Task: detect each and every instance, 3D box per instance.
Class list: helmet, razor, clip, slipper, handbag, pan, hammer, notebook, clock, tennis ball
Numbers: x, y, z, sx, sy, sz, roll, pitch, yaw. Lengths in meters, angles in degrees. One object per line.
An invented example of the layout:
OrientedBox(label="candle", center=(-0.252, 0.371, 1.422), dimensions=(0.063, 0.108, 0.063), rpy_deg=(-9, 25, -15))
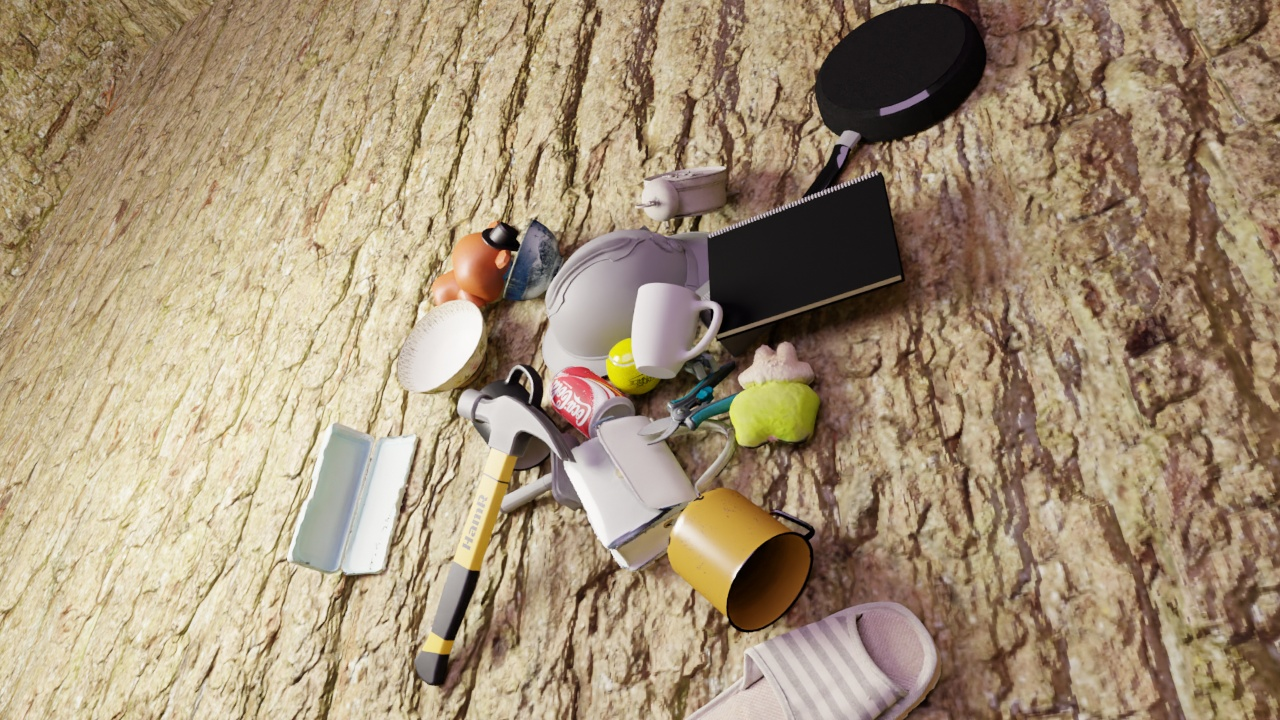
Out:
OrientedBox(label="helmet", center=(-0.032, -0.099, 1.115), dimensions=(0.271, 0.118, 0.183), rpy_deg=(-32, 45, 10))
OrientedBox(label="razor", center=(-0.118, 0.147, 1.055), dimensions=(0.116, 0.047, 0.088), rpy_deg=(-30, 45, 25))
OrientedBox(label="clip", center=(0.061, 0.001, 1.022), dimensions=(0.042, 0.023, 0.076), rpy_deg=(-27, 18, -9))
OrientedBox(label="slipper", center=(0.120, 0.292, 0.766), dimensions=(0.273, 0.054, 0.114), rpy_deg=(-35, 40, 11))
OrientedBox(label="handbag", center=(0.018, 0.112, 0.958), dimensions=(0.176, 0.074, 0.151), rpy_deg=(-31, 44, 0))
OrientedBox(label="pan", center=(0.265, -0.294, 1.098), dimensions=(0.204, 0.044, 0.355), rpy_deg=(26, 75, 44))
OrientedBox(label="hammer", center=(-0.178, 0.197, 1.005), dimensions=(0.170, 0.034, 0.324), rpy_deg=(17, 87, 37))
OrientedBox(label="notebook", center=(0.169, -0.113, 0.985), dimensions=(0.207, 0.016, 0.148), rpy_deg=(-18, 51, 25))
OrientedBox(label="clock", center=(0.046, -0.200, 1.135), dimensions=(0.103, 0.061, 0.156), rpy_deg=(5, 22, 38))
OrientedBox(label="tennis ball", center=(-0.006, 0.006, 1.056), dimensions=(0.065, 0.065, 0.065), rpy_deg=(-19, 49, 24))

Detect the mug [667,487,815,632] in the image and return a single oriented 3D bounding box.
OrientedBox(label="mug", center=(0.097, 0.173, 0.842), dimensions=(0.123, 0.101, 0.094), rpy_deg=(-27, 36, -25))

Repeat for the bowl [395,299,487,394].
OrientedBox(label="bowl", center=(-0.255, -0.006, 1.246), dimensions=(0.145, 0.063, 0.145), rpy_deg=(-19, 51, 24))

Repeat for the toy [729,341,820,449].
OrientedBox(label="toy", center=(0.138, 0.034, 0.943), dimensions=(0.092, 0.043, 0.117), rpy_deg=(-8, 58, 18))

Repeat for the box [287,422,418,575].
OrientedBox(label="box", center=(-0.371, 0.177, 1.193), dimensions=(0.126, 0.074, 0.197), rpy_deg=(-2, 57, 12))

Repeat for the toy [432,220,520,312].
OrientedBox(label="toy", center=(-0.232, -0.123, 1.291), dimensions=(0.176, 0.096, 0.112), rpy_deg=(-58, 35, 34))

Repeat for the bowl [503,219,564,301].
OrientedBox(label="bowl", center=(-0.139, -0.127, 1.244), dimensions=(0.114, 0.061, 0.114), rpy_deg=(-161, 93, -86))

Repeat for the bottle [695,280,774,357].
OrientedBox(label="bottle", center=(0.143, -0.092, 1.034), dimensions=(0.174, 0.046, 0.083), rpy_deg=(-41, 44, 4))

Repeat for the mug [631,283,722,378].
OrientedBox(label="mug", center=(0.039, -0.030, 0.992), dimensions=(0.107, 0.071, 0.089), rpy_deg=(-2, 69, 36))

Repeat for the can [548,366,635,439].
OrientedBox(label="can", center=(-0.058, 0.050, 1.062), dimensions=(0.064, 0.064, 0.105), rpy_deg=(-50, 44, -6))

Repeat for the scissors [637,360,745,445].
OrientedBox(label="scissors", center=(0.070, 0.044, 0.977), dimensions=(0.125, 0.019, 0.155), rpy_deg=(2, 41, 20))

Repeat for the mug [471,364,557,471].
OrientedBox(label="mug", center=(-0.146, 0.061, 1.095), dimensions=(0.088, 0.078, 0.114), rpy_deg=(43, 118, 46))
